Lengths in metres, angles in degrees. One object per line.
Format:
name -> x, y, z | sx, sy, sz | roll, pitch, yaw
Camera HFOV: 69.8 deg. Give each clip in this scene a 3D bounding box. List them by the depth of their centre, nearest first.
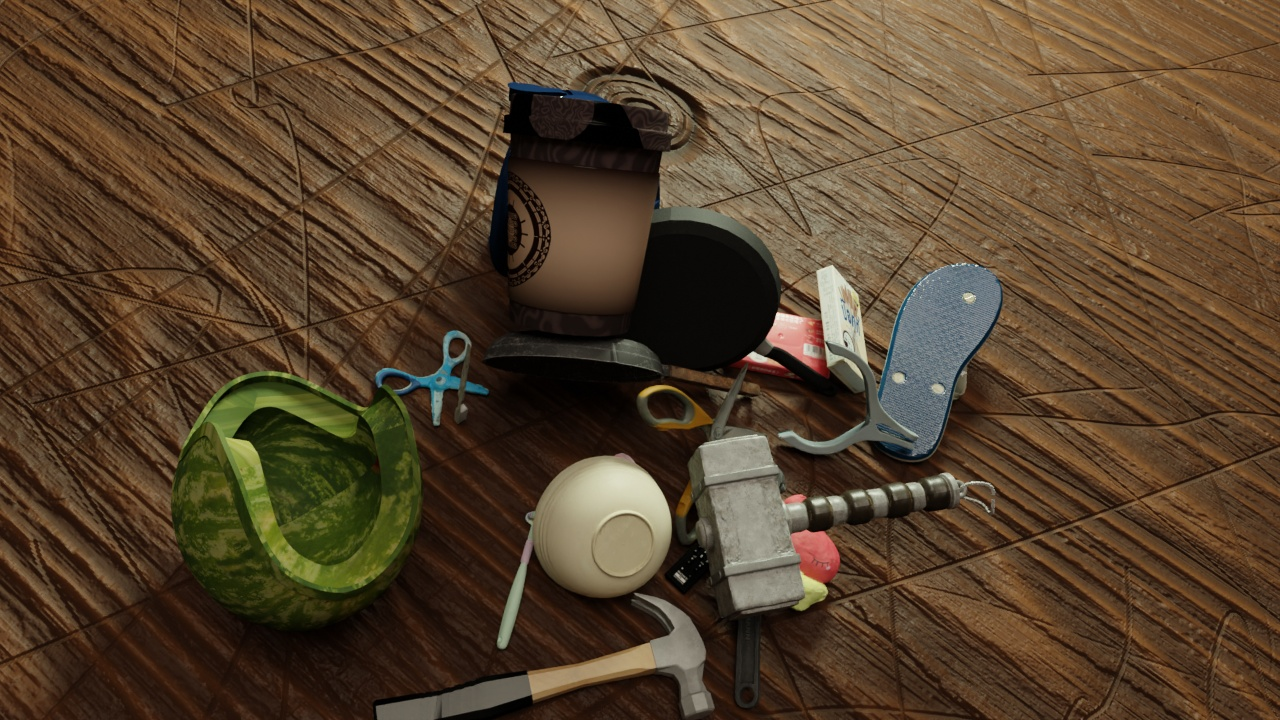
clip -> 0.238, 0.048, 1.094 | 0.164, 0.032, 0.165 | -17, 98, 5

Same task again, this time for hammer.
hammer -> -0.095, 0.321, 0.912 | 0.328, 0.039, 0.131 | -9, 59, -14
hammer -> 0.218, 0.155, 0.967 | 0.326, 0.080, 0.176 | -8, 70, -10

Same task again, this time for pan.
pan -> -0.006, 0.006, 1.060 | 0.356, 0.208, 0.040 | 8, 81, -28
pan -> 0.103, -0.042, 1.092 | 0.356, 0.226, 0.034 | 32, 37, -18

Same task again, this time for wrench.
wrench -> 0.120, 0.231, 0.990 | 0.073, 0.018, 0.272 | -8, 62, 26

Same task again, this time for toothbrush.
toothbrush -> -0.129, 0.231, 0.976 | 0.022, 0.015, 0.154 | -8, 51, 27
toothbrush -> -0.190, 0.025, 0.997 | 0.010, 0.182, 0.010 | -34, 74, -29

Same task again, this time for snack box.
snack box -> 0.260, -0.041, 1.173 | 0.026, 0.082, 0.149 | -21, 51, 30
snack box -> 0.178, -0.022, 1.180 | 0.133, 0.021, 0.089 | 11, 57, -2

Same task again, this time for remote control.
remote control -> 0.084, 0.204, 1.029 | 0.030, 0.009, 0.139 | 41, 61, 17

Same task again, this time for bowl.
bowl -> -0.029, 0.179, 0.943 | 0.150, 0.075, 0.151 | -3, 97, -21

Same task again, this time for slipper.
slipper -> 0.371, 0.001, 1.177 | 0.118, 0.060, 0.294 | 23, 70, 12

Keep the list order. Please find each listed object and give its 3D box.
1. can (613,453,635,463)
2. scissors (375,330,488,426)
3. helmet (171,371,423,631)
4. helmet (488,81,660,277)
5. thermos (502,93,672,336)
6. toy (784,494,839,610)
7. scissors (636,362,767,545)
can -> -0.039, 0.145, 1.013 | 0.076, 0.067, 0.067 | -20, 63, -20
scissors -> -0.249, 0.019, 1.095 | 0.140, 0.011, 0.133 | 2, 59, -8
helmet -> -0.327, 0.134, 0.874 | 0.212, 0.248, 0.243 | -16, 102, -37
helmet -> -0.092, -0.205, 1.120 | 0.223, 0.233, 0.271 | 26, 33, 20
thermos -> -0.063, -0.149, 0.950 | 0.172, 0.226, 0.172 | 6, 13, -2
toy -> 0.176, 0.211, 1.016 | 0.092, 0.045, 0.135 | 19, 64, 8
scissors -> 0.070, 0.098, 1.030 | 0.225, 0.016, 0.229 | 14, 84, -43
